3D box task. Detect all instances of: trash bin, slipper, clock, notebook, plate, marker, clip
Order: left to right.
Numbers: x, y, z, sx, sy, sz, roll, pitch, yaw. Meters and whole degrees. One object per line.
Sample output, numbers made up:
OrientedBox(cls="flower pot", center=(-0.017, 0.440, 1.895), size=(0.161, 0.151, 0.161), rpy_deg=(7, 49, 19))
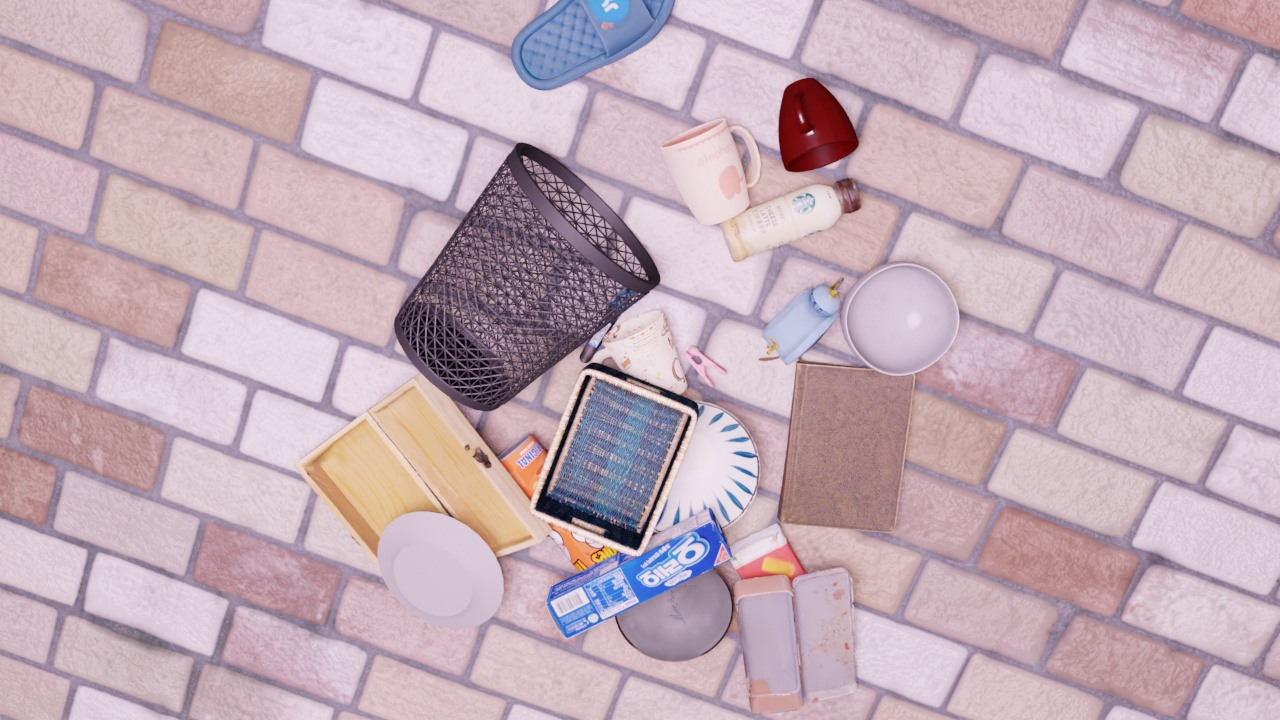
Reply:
OrientedBox(cls="plate", center=(-0.254, 0.268, 1.140), size=(0.173, 0.019, 0.173), rpy_deg=(6, 114, 15))
OrientedBox(cls="trash bin", center=(-0.140, -0.082, 1.047), size=(0.217, 0.216, 0.244), rpy_deg=(45, 106, -6))
OrientedBox(cls="slipper", center=(-0.053, -0.386, 1.050), size=(0.214, 0.059, 0.104), rpy_deg=(-33, 100, 10))
OrientedBox(cls="marker", center=(-0.040, -0.049, 1.140), size=(0.018, 0.015, 0.123), rpy_deg=(33, 104, -1))
OrientedBox(cls="clip", center=(0.081, 0.003, 1.141), size=(0.057, 0.022, 0.035), rpy_deg=(43, 104, -4))
OrientedBox(cls="clock", center=(0.198, -0.051, 1.091), size=(0.051, 0.088, 0.125), rpy_deg=(45, 102, 0))
OrientedBox(cls="notebook", center=(0.235, 0.105, 1.147), size=(0.190, 0.034, 0.215), rpy_deg=(6, 101, 2))

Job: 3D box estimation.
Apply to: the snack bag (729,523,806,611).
OrientedBox(cls="snack bag", center=(0.172, 0.277, 1.184), size=(0.077, 0.036, 0.116), rpy_deg=(-29, 98, 8))

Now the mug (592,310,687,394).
OrientedBox(cls="mug", center=(-0.007, 0.007, 1.127), size=(0.122, 0.080, 0.097), rpy_deg=(-19, 108, 25))

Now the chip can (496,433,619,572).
OrientedBox(cls="chip can", center=(-0.097, 0.192, 1.153), size=(0.062, 0.062, 0.210), rpy_deg=(-37, 98, 9))

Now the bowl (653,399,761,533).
OrientedBox(cls="bowl", center=(0.058, 0.127, 1.141), size=(0.177, 0.070, 0.177), rpy_deg=(0, 102, 2))

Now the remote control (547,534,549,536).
OrientedBox(cls="remote control", center=(-0.092, 0.210, 1.195), size=(0.125, 0.010, 0.039), rpy_deg=(-10, 101, 5))

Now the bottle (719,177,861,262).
OrientedBox(cls="bottle", center=(0.177, -0.169, 1.083), size=(0.162, 0.056, 0.056), rpy_deg=(-20, 100, 6))

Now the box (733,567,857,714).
OrientedBox(cls="box", center=(0.201, 0.361, 1.170), size=(0.148, 0.042, 0.216), rpy_deg=(-7, 118, 8))

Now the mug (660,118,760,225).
OrientedBox(cls="mug", center=(0.092, -0.223, 1.071), size=(0.111, 0.085, 0.104), rpy_deg=(-31, 110, -21))

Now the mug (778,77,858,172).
OrientedBox(cls="mug", center=(0.190, -0.275, 1.040), size=(0.087, 0.114, 0.088), rpy_deg=(-18, 82, 22))

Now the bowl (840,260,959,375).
OrientedBox(cls="bowl", center=(0.305, -0.052, 1.096), size=(0.132, 0.064, 0.132), rpy_deg=(0, 100, 2))

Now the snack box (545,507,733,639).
OrientedBox(cls="snack box", center=(-0.002, 0.255, 1.101), size=(0.226, 0.059, 0.059), rpy_deg=(-28, 97, 5))

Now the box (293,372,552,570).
OrientedBox(cls="box", center=(-0.270, 0.163, 1.151), size=(0.262, 0.096, 0.247), rpy_deg=(-31, 101, 32))

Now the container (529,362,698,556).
OrientedBox(cls="container", center=(-0.029, 0.112, 1.067), size=(0.145, 0.071, 0.187), rpy_deg=(22, 99, 2))

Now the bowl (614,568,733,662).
OrientedBox(cls="bowl", center=(0.043, 0.309, 1.186), size=(0.151, 0.056, 0.151), rpy_deg=(1, 101, 3))
